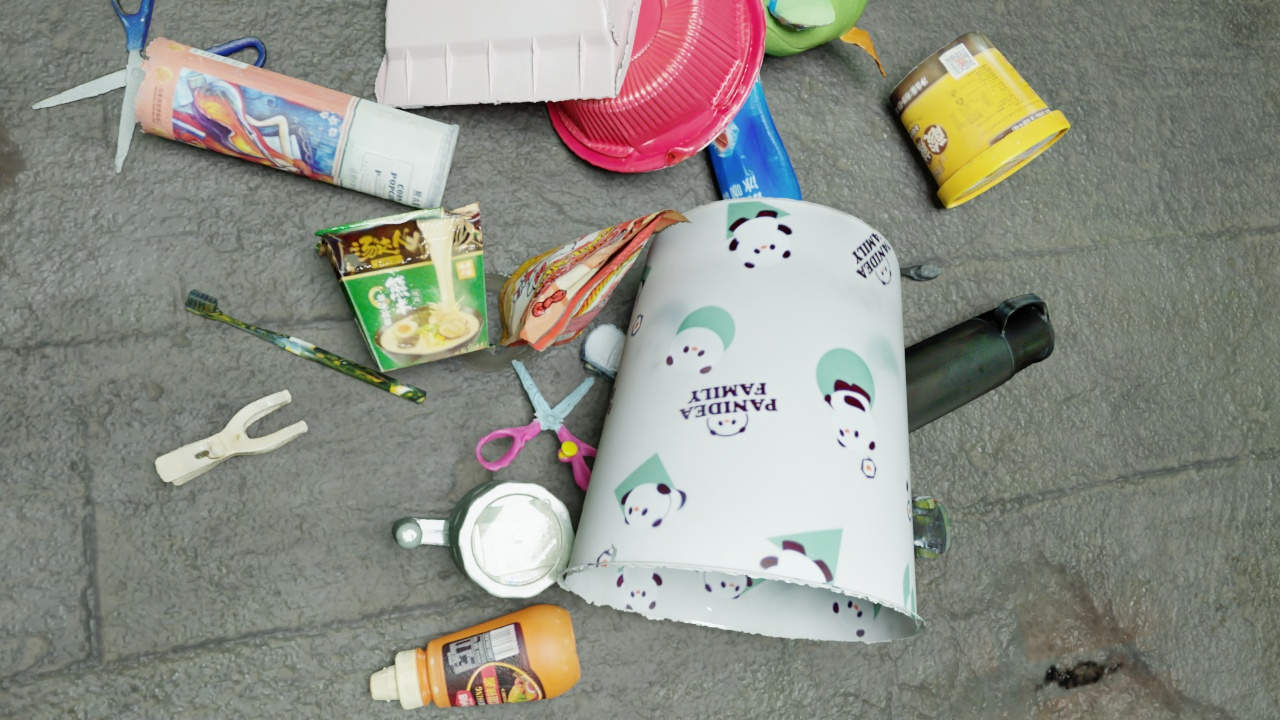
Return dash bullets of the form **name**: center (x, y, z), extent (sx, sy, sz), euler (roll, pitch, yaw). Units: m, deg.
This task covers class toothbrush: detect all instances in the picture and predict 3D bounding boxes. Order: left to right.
- **toothbrush**: center (-0.248, -0.009, 0.687), extent (0.186, 0.017, 0.012), euler (24, 40, -10)
- **toothbrush**: center (0.192, -0.080, 0.780), extent (0.188, 0.017, 0.014), euler (1, 87, -33)

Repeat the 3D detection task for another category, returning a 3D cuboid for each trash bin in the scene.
- **trash bin**: center (0.077, 0.044, 0.625), extent (0.229, 0.230, 0.251), euler (13, 67, -12)

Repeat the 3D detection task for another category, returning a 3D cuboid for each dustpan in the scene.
- **dustpan**: center (-0.079, -0.324, 0.712), extent (0.223, 0.138, 0.273), euler (8, 104, 25)

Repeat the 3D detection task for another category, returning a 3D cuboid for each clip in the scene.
- **clip**: center (-0.291, 0.059, 0.655), extent (0.099, 0.070, 0.034), euler (-30, 91, -23)

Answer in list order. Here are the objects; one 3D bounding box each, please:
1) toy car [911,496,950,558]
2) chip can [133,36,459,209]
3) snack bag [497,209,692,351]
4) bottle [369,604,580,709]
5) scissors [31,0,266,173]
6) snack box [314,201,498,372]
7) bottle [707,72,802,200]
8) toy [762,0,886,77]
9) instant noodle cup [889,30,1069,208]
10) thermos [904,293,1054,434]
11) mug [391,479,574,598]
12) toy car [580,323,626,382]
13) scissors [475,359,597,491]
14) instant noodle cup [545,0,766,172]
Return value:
- **toy car**: center (0.198, 0.141, 0.763), extent (0.120, 0.045, 0.053), euler (-2, 85, -9)
- **chip can**: center (-0.247, -0.171, 0.677), extent (0.214, 0.071, 0.071), euler (15, 79, -14)
- **snack bag**: center (-0.047, -0.050, 0.644), extent (0.128, 0.208, 0.073), euler (-41, 99, -13)
- **bottle**: center (-0.121, 0.222, 0.666), extent (0.149, 0.067, 0.066), euler (-10, 85, -8)
- **scissors**: center (-0.367, -0.225, 0.690), extent (0.162, 0.012, 0.176), euler (-2, 85, -14)
- **snack box**: center (-0.167, -0.050, 0.670), extent (0.117, 0.118, 0.105), euler (-14, 96, -16)
- **bottle**: center (0.094, -0.161, 0.771), extent (0.065, 0.065, 0.218), euler (-18, 88, -16)
- **toy**: center (0.141, -0.333, 0.779), extent (0.227, 0.090, 0.245), euler (43, 50, -6)
- **instant noodle cup**: center (0.290, -0.213, 0.804), extent (0.118, 0.119, 0.114), euler (-30, 83, -16)
- **thermos**: center (0.238, 0.010, 0.772), extent (0.242, 0.090, 0.068), euler (-25, 50, -16)
- **mug**: center (-0.114, 0.126, 0.657), extent (0.124, 0.103, 0.083), euler (4, 81, -15)
- **toy car**: center (-0.004, 0.004, 0.739), extent (0.090, 0.034, 0.043), euler (30, 79, -7)
- **scissors**: center (-0.074, 0.051, 0.696), extent (0.133, 0.017, 0.133), euler (-16, 58, -32)
- **instant noodle cup**: center (-0.005, -0.246, 0.704), extent (0.194, 0.065, 0.193), euler (-5, 80, 26)
